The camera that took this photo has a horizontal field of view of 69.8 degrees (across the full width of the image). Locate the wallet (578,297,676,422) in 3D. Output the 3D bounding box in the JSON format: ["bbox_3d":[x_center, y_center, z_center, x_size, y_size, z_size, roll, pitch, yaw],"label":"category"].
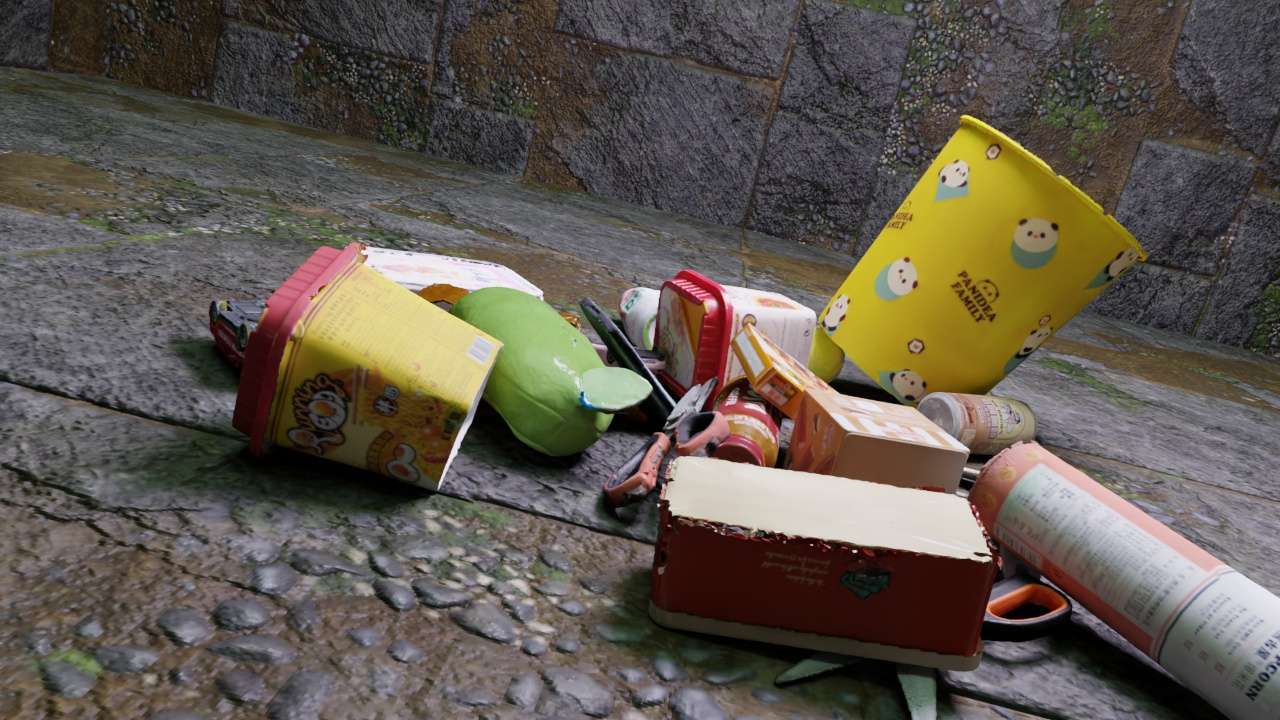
[{"bbox_3d":[-0.005,0.004,0.764,0.121,0.019,0.097,54,-4,-25],"label":"wallet"}]

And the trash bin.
[{"bbox_3d":[0.340,-0.082,0.961,0.229,0.256,0.229,34,18,-13],"label":"trash bin"}]

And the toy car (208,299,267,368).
[{"bbox_3d":[-0.282,-0.016,0.680,0.052,0.045,0.121,-2,15,-39],"label":"toy car"}]

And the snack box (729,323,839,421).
[{"bbox_3d":[0.140,0.034,0.748,0.153,0.026,0.075,35,18,-27],"label":"snack box"}]

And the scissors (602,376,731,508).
[{"bbox_3d":[0.037,0.043,0.652,0.205,0.015,0.195,-36,7,-32],"label":"scissors"}]

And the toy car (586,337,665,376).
[{"bbox_3d":[-0.020,-0.001,0.881,0.056,0.037,0.122,6,3,-28],"label":"toy car"}]

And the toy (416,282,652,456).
[{"bbox_3d":[-0.088,0.000,0.709,0.226,0.090,0.246,21,13,-28],"label":"toy"}]

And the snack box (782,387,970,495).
[{"bbox_3d":[0.164,0.076,0.661,0.092,0.077,0.094,11,14,-11],"label":"snack box"}]

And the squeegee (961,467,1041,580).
[{"bbox_3d":[0.276,0.114,0.694,0.246,0.039,0.246,16,15,13],"label":"squeegee"}]

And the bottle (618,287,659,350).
[{"bbox_3d":[0.012,-0.048,1.026,0.068,0.068,0.197,10,11,-13],"label":"bottle"}]

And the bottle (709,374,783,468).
[{"bbox_3d":[0.078,0.056,0.699,0.057,0.057,0.174,15,14,7],"label":"bottle"}]

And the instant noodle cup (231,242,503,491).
[{"bbox_3d":[-0.159,0.010,0.553,0.123,0.116,0.115,24,34,-6],"label":"instant noodle cup"}]

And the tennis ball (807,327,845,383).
[{"bbox_3d":[0.193,-0.004,1.016,0.065,0.065,0.065,12,15,-3],"label":"tennis ball"}]

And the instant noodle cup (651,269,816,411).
[{"bbox_3d":[0.088,-0.020,0.863,0.124,0.117,0.116,-1,19,-24],"label":"instant noodle cup"}]

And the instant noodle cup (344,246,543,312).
[{"bbox_3d":[-0.199,-0.063,0.907,0.173,0.060,0.138,5,16,-32],"label":"instant noodle cup"}]

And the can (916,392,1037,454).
[{"bbox_3d":[0.327,0.063,0.896,0.116,0.058,0.058,5,17,-30],"label":"can"}]

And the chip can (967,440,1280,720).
[{"bbox_3d":[0.293,0.129,0.532,0.071,0.071,0.215,3,25,-35],"label":"chip can"}]

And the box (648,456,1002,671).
[{"bbox_3d":[0.092,0.094,0.481,0.168,0.079,0.091,7,17,5],"label":"box"}]

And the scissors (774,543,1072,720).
[{"bbox_3d":[0.150,0.144,0.517,0.220,0.022,0.224,2,16,-21],"label":"scissors"}]
